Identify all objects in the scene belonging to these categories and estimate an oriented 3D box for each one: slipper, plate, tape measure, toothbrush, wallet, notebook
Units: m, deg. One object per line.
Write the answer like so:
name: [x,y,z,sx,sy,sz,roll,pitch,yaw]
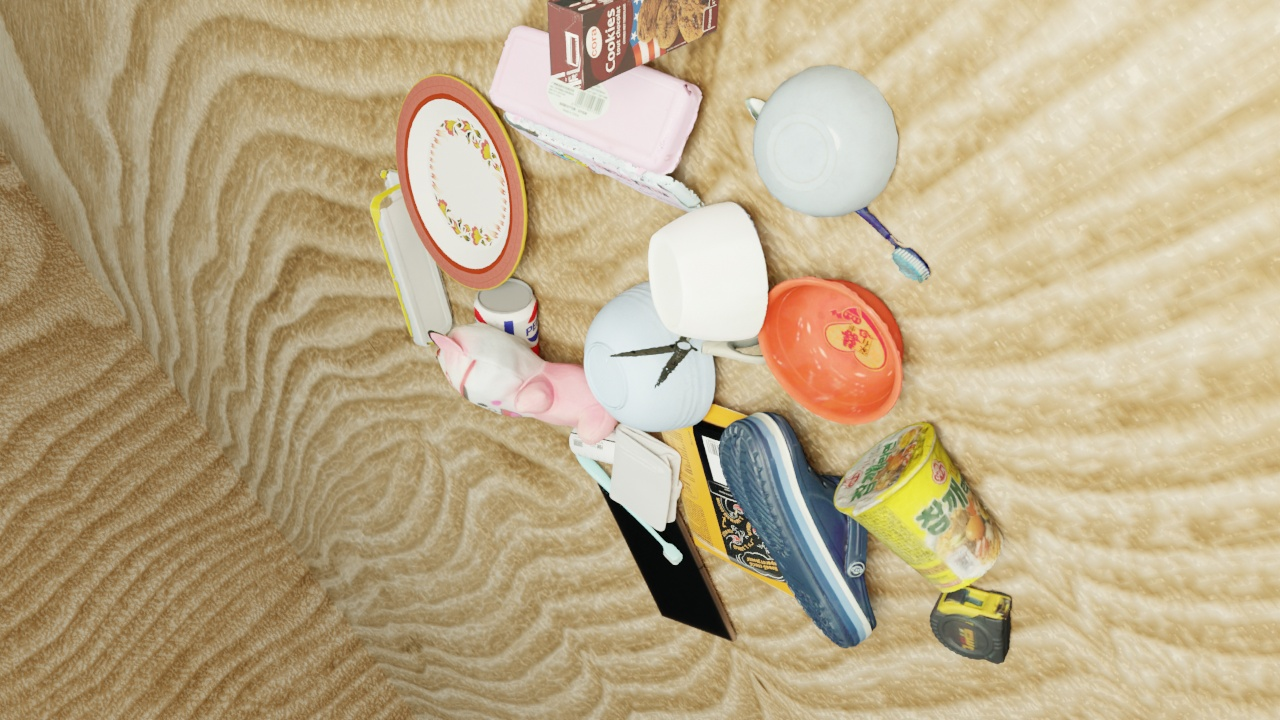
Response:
slipper: [0.154,0.144,0.827,0.253,0.095,0.105,63,170,-20]
plate: [-0.189,-0.188,0.982,0.230,0.021,0.230,24,125,38]
tape measure: [0.284,0.224,0.787,0.063,0.038,0.067,10,130,35]
toothbrush: [0.141,-0.126,0.670,0.189,0.017,0.016,47,141,9]
toothbrush: [-0.016,0.173,1.090,0.180,0.016,0.017,45,157,15]
wallet: [0.006,0.124,0.986,0.086,0.032,0.116,32,140,22]
notebook: [0.031,0.241,1.116,0.142,0.008,0.209,0,119,54]

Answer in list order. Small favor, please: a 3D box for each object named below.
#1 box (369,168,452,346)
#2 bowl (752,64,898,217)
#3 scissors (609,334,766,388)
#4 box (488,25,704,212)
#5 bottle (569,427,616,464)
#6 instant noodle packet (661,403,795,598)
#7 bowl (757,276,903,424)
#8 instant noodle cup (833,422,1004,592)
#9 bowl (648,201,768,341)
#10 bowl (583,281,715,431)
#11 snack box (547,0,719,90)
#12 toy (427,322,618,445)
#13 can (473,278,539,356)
box: [-0.294,-0.125,1.139,0.080,0.083,0.210,16,131,33]
bowl: [0.120,-0.148,0.638,0.106,0.039,0.106,18,121,33]
scissors: [0.048,-0.017,0.778,0.169,0.157,0.013,-98,18,-56]
box: [-0.027,-0.204,0.782,0.201,0.103,0.101,29,102,30]
bottle: [-0.031,0.098,1.046,0.116,0.041,0.041,6,124,47]
instant noodle packet: [0.084,0.132,0.942,0.160,0.032,0.221,18,132,50]
bowl: [0.157,-0.016,0.721,0.130,0.045,0.131,30,139,30]
instant noodle cup: [0.224,0.121,0.724,0.108,0.102,0.102,47,146,-6]
bowl: [0.050,-0.068,0.745,0.116,0.065,0.116,168,90,-74]
bowl: [-0.005,0.005,0.878,0.151,0.074,0.151,30,129,44]
snack box: [-0.001,-0.237,0.634,0.032,0.140,0.051,32,140,29]
toy: [-0.122,0.022,0.975,0.213,0.084,0.142,21,177,-1]
can: [-0.153,-0.024,1.059,0.070,0.070,0.132,33,140,28]
